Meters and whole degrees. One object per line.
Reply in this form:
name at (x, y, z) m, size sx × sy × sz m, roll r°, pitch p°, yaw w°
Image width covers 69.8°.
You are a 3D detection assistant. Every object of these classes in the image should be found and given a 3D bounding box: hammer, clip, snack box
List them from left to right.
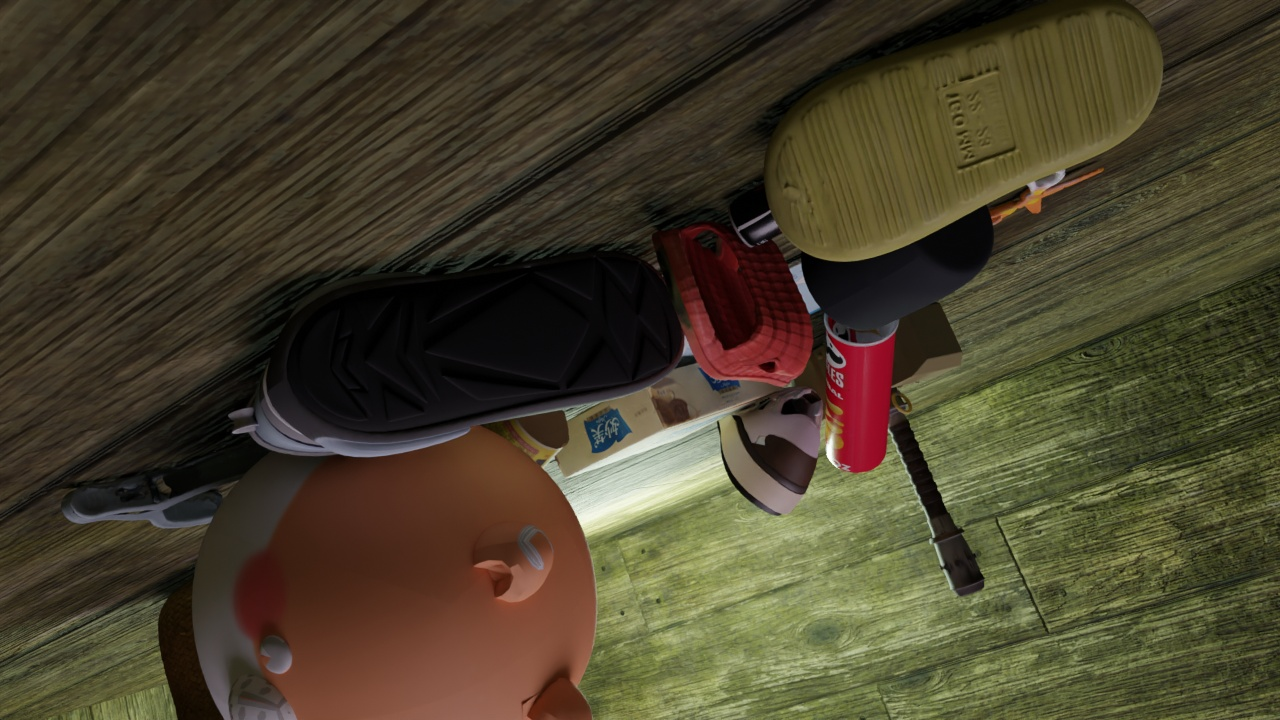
clip at (-0.343, 0.105, 0.709) m, size 0.168 × 0.031 × 0.165 m, roll -12°, pitch 163°, yaw -29°
snack box at (0.028, 0.051, 0.944) m, size 0.154 × 0.055 × 0.206 m, roll -29°, pitch 170°, yaw 40°
hammer at (0.316, 0.113, 1.069) m, size 0.100 × 0.324 × 0.191 m, roll -9°, pitch 163°, yaw -41°

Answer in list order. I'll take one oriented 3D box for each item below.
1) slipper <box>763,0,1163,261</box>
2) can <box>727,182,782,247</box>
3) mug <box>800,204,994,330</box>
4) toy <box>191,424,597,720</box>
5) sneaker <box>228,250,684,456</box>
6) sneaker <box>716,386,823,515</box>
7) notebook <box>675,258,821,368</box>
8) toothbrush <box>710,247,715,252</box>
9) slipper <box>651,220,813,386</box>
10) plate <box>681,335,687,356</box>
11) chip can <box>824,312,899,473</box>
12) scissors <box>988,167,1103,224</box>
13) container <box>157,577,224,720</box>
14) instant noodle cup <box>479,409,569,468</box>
slipper at (0.154, -0.121, 0.463) m, size 0.191 × 0.091 × 0.081 m, roll -21°, pitch -162°, yaw 17°
can at (0.093, -0.098, 0.537) m, size 0.081 × 0.031 × 0.031 m, roll -27°, pitch 165°, yaw 26°
mug at (0.149, -0.081, 0.584) m, size 0.121 × 0.085 × 0.095 m, roll 25°, pitch 155°, yaw -17°
toy at (-0.158, 0.167, 0.628) m, size 0.281 × 0.263 × 0.264 m, roll 2°, pitch -159°, yaw 36°
sneaker at (-0.106, 0.005, 0.560) m, size 0.256 × 0.093 × 0.161 m, roll -12°, pitch 173°, yaw -38°
sneaker at (0.159, 0.061, 1.052) m, size 0.116 × 0.111 × 0.293 m, roll -53°, pitch -178°, yaw 16°
notebook at (0.100, -0.042, 0.819) m, size 0.254 × 0.009 × 0.181 m, roll -25°, pitch 166°, yaw 20°
toothbrush at (-0.016, -0.029, 0.638) m, size 0.167 × 0.014 × 0.016 m, roll -31°, pitch 157°, yaw 8°
slipper at (0.076, -0.037, 0.599) m, size 0.059 × 0.103 × 0.248 m, roll -25°, pitch 165°, yaw 19°
plate at (-0.005, 0.005, 0.776) m, size 0.104 × 0.026 × 0.104 m, roll -18°, pitch 165°, yaw -5°
chip can at (0.226, 0.029, 0.954) m, size 0.069 × 0.069 × 0.221 m, roll -19°, pitch 139°, yaw -5°
scissors at (0.327, -0.138, 0.770) m, size 0.125 × 0.011 × 0.131 m, roll -22°, pitch 167°, yaw 10°
container at (-0.437, 0.340, 1.144) m, size 0.307 × 0.196 × 0.307 m, roll -20°, pitch 169°, yaw -4°
instant noodle cup at (-0.123, 0.075, 0.798) m, size 0.113 × 0.100 × 0.100 m, roll -39°, pitch 160°, yaw 25°
